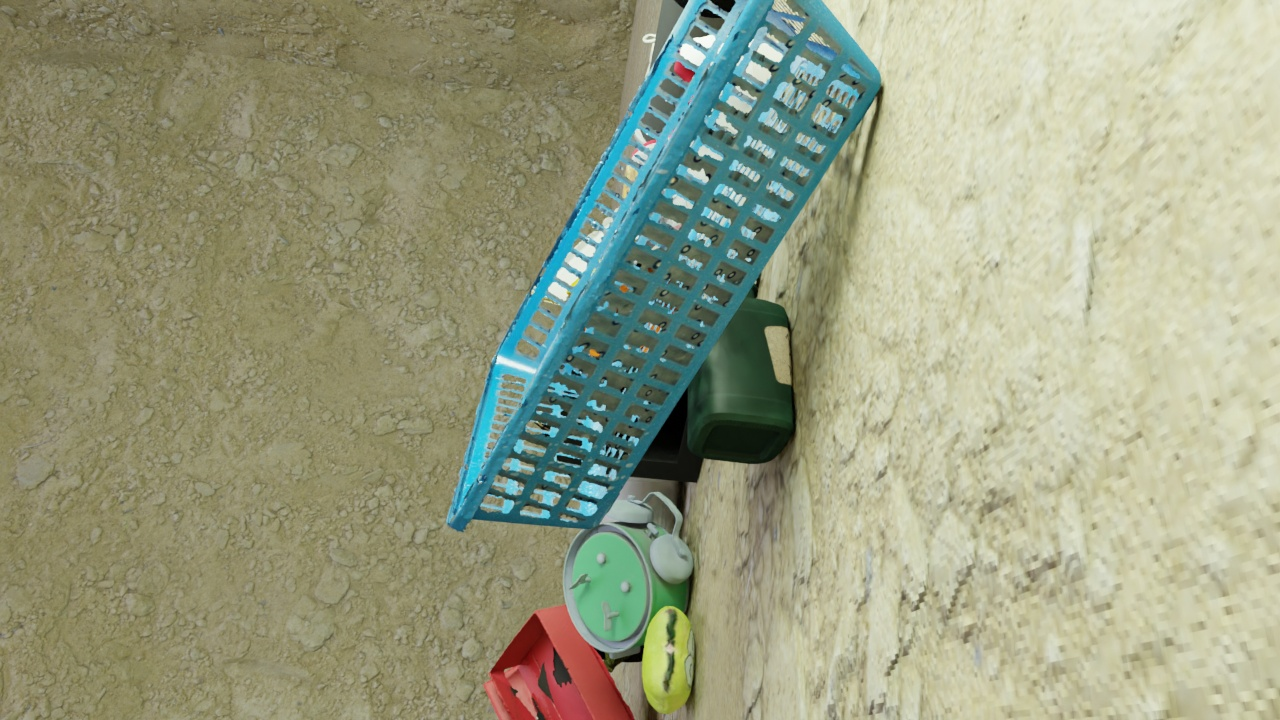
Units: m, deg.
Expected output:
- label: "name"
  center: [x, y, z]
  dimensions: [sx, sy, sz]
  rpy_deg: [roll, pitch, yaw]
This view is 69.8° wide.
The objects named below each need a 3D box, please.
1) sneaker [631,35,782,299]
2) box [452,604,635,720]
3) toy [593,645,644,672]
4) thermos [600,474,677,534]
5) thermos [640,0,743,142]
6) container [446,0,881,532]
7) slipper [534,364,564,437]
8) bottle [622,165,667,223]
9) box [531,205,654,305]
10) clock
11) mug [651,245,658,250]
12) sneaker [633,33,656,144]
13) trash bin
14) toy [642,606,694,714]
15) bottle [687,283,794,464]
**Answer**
- label: "sneaker"
  center: [0.044, -0.136, 0.728]
  dimensions: [0.090, 0.104, 0.237]
  rpy_deg: [-107, 23, -77]
- label: "box"
  center: [-0.087, 0.404, 1.041]
  dimensions: [0.214, 0.153, 0.165]
  rpy_deg: [54, 168, 34]
- label: "toy"
  center: [-0.023, 0.296, 1.115]
  dimensions: [0.180, 0.078, 0.152]
  rpy_deg: [99, 176, -54]
- label: "thermos"
  center: [-0.001, 0.184, 0.985]
  dimensions: [0.099, 0.099, 0.220]
  rpy_deg: [133, 138, -82]
- label: "thermos"
  center: [0.055, -0.319, 0.942]
  dimensions: [0.241, 0.082, 0.082]
  rpy_deg: [106, 169, -62]
- label: "container"
  center: [0.007, -0.074, 0.587]
  dimensions: [0.363, 0.089, 0.256]
  rpy_deg: [-59, 14, 19]
- label: "slipper"
  center: [-0.059, 0.083, 1.074]
  dimensions: [0.267, 0.076, 0.113]
  rpy_deg: [32, -145, -53]
- label: "bottle"
  center: [0.037, -0.138, 0.803]
  dimensions: [0.056, 0.105, 0.056]
  rpy_deg: [-176, 92, -85]
- label: "box"
  center: [-0.008, -0.127, 0.885]
  dimensions: [0.209, 0.036, 0.130]
  rpy_deg: [-47, 27, -22]
- label: "clock"
  center: [-0.010, 0.200, 0.885]
  dimensions: [0.122, 0.075, 0.162]
  rpy_deg: [42, 116, 37]
- label: "mug"
  center: [0.012, -0.105, 1.077]
  dimensions: [0.097, 0.079, 0.111]
  rpy_deg: [57, -163, 24]
- label: "sneaker"
  center: [0.034, -0.343, 1.130]
  dimensions: [0.091, 0.089, 0.241]
  rpy_deg: [79, -167, -46]
- label: "trash bin"
  center: [-0.005, 0.005, 0.915]
  dimensions: [0.171, 0.139, 0.140]
  rpy_deg: [-91, 8, -52]
- label: "toy"
  center: [0.025, 0.271, 0.822]
  dimensions: [0.115, 0.046, 0.092]
  rpy_deg: [91, -178, -61]
- label: "bottle"
  center: [0.064, -0.004, 0.602]
  dimensions: [0.061, 0.061, 0.131]
  rpy_deg: [108, 167, -57]
